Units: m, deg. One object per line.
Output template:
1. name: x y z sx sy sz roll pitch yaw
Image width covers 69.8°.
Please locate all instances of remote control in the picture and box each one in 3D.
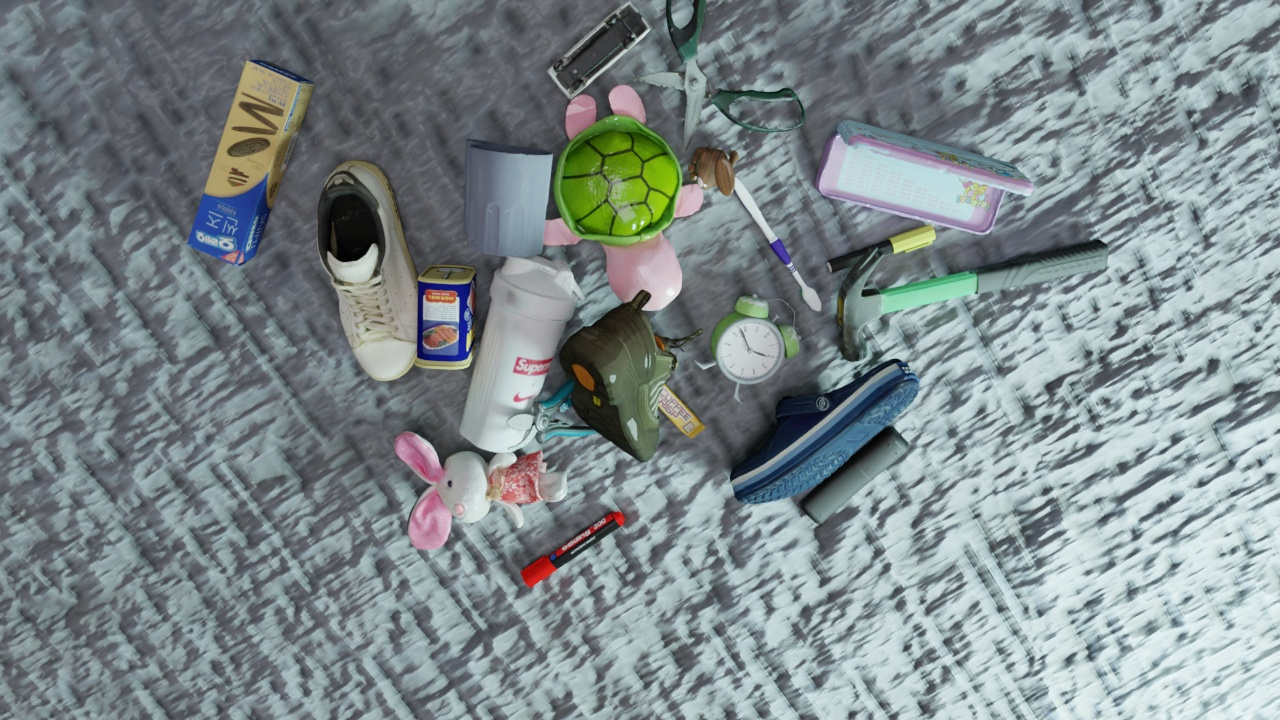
1. remote control: 0.264 0.143 1.128 0.152 0.020 0.041 -43 104 10

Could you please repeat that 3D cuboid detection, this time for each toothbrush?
1. toothbrush: 0.154 -0.131 1.040 0.015 0.016 0.186 -35 104 6

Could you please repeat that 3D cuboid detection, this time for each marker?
1. marker: -0.083 0.229 1.127 0.145 0.021 0.023 -35 76 6
2. marker: 0.275 -0.125 1.050 0.124 0.017 0.021 -19 107 3

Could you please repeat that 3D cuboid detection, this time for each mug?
1. mug: -0.149 -0.171 0.958 0.083 0.124 0.104 -9 113 -40

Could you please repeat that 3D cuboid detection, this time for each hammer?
1. hammer: 0.382 -0.091 1.055 0.318 0.032 0.130 -12 118 -3

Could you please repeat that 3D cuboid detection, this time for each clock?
1. clock: 0.128 -0.021 1.057 0.094 0.042 0.119 43 100 -16

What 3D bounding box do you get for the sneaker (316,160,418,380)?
1. sneaker: -0.287 -0.087 0.973 0.089 0.102 0.242 -8 108 -2

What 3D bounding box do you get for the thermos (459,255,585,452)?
1. thermos: -0.136 -0.010 1.019 0.099 0.099 0.221 16 109 -9

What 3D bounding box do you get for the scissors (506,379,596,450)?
1. scissors: -0.090 0.064 1.041 0.155 0.019 0.124 -55 135 -25

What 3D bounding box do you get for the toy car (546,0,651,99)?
1. toy car: -0.044 -0.322 0.954 0.113 0.039 0.039 -40 106 2

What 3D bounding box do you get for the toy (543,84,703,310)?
1. toy: -0.019 -0.168 0.979 0.190 0.088 0.238 -14 102 -11

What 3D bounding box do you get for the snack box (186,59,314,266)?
1. snack box: -0.405 -0.203 0.953 0.056 0.057 0.207 23 104 -9

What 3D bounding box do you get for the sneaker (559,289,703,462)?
1. sneaker: -0.006 0.006 1.008 0.101 0.238 0.142 30 68 25

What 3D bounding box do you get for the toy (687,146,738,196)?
1. toy: 0.078 -0.204 0.974 0.055 0.101 0.042 -6 114 15

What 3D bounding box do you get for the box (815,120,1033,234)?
1. box: 0.308 -0.195 0.992 0.214 0.092 0.089 12 105 -8

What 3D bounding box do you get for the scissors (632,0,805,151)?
1. scissors: 0.091 -0.317 0.969 0.201 0.015 0.202 5 97 -18

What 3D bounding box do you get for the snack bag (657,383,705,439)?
1. snack bag: 0.038 0.053 1.084 0.026 0.020 0.099 -41 106 6

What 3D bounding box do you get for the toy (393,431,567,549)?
1. toy: -0.182 0.146 1.061 0.194 0.084 0.159 -1 115 -4

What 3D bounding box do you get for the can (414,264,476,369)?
1. can: -0.207 -0.050 0.985 0.056 0.116 0.092 3 104 -6

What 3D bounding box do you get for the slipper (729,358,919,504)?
1. slipper: 0.207 0.076 1.070 0.253 0.105 0.095 -40 64 21
